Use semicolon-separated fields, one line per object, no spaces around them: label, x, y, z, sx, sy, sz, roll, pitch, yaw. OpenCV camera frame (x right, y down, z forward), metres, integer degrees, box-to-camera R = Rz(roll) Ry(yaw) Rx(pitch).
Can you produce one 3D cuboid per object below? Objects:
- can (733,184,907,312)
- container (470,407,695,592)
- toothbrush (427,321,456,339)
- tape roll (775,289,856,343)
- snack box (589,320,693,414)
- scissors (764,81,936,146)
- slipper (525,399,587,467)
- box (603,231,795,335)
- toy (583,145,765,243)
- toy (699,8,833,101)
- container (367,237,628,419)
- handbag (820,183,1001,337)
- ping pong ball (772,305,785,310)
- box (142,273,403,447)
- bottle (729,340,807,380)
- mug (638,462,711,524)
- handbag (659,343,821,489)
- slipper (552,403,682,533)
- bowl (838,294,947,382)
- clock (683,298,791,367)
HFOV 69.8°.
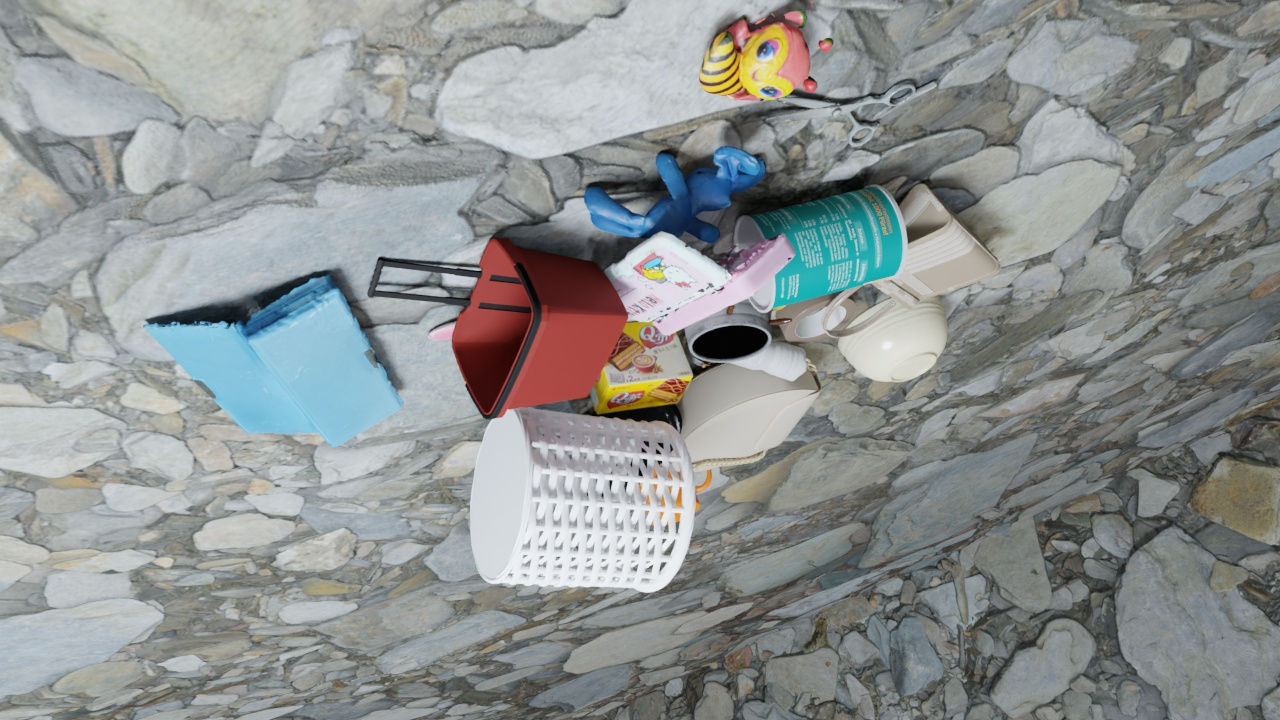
can;0.180;-0.114;0.930;0.144;0.099;0.099;-15;152;-11
container;-0.067;0.150;0.990;0.186;0.189;0.190;9;142;-26
toothbrush;-0.150;-0.044;0.923;0.135;0.016;0.022;-21;148;0
tape roll;0.214;-0.059;1.122;0.093;0.030;0.094;-16;152;-9
snack box;-0.006;0.006;1.036;0.105;0.083;0.061;-7;148;-23
scissors;0.189;-0.232;0.820;0.131;0.014;0.153;-35;152;26
slipper;-0.125;0.059;1.069;0.104;0.074;0.246;-15;136;-6
box;0.040;-0.086;0.867;0.111;0.101;0.202;-45;-172;-22
toy;0.040;-0.148;0.816;0.176;0.071;0.113;-18;163;-5
toy;0.093;-0.234;0.721;0.103;0.046;0.084;-7;156;-17
container;-0.131;-0.032;0.839;0.200;0.127;0.148;0;134;-36
handbag;0.296;-0.091;1.067;0.198;0.062;0.175;-41;146;22
ping pong ball;0.150;-0.076;1.039;0.040;0.040;0.040;-16;152;-9
box;-0.334;0.019;0.874;0.175;0.060;0.232;-16;153;-6
bottle;0.140;-0.011;1.124;0.136;0.044;0.044;16;138;-23
mug;0.052;0.179;1.365;0.112;0.096;0.078;-22;152;3
handbag;0.129;0.078;1.234;0.208;0.103;0.211;-13;153;-21
slipper;-0.035;0.125;1.229;0.266;0.109;0.083;-49;173;31
bowl;0.351;-0.019;1.237;0.150;0.075;0.151;-16;152;-9
clock;0.090;-0.034;1.027;0.103;0.056;0.148;12;148;-29
